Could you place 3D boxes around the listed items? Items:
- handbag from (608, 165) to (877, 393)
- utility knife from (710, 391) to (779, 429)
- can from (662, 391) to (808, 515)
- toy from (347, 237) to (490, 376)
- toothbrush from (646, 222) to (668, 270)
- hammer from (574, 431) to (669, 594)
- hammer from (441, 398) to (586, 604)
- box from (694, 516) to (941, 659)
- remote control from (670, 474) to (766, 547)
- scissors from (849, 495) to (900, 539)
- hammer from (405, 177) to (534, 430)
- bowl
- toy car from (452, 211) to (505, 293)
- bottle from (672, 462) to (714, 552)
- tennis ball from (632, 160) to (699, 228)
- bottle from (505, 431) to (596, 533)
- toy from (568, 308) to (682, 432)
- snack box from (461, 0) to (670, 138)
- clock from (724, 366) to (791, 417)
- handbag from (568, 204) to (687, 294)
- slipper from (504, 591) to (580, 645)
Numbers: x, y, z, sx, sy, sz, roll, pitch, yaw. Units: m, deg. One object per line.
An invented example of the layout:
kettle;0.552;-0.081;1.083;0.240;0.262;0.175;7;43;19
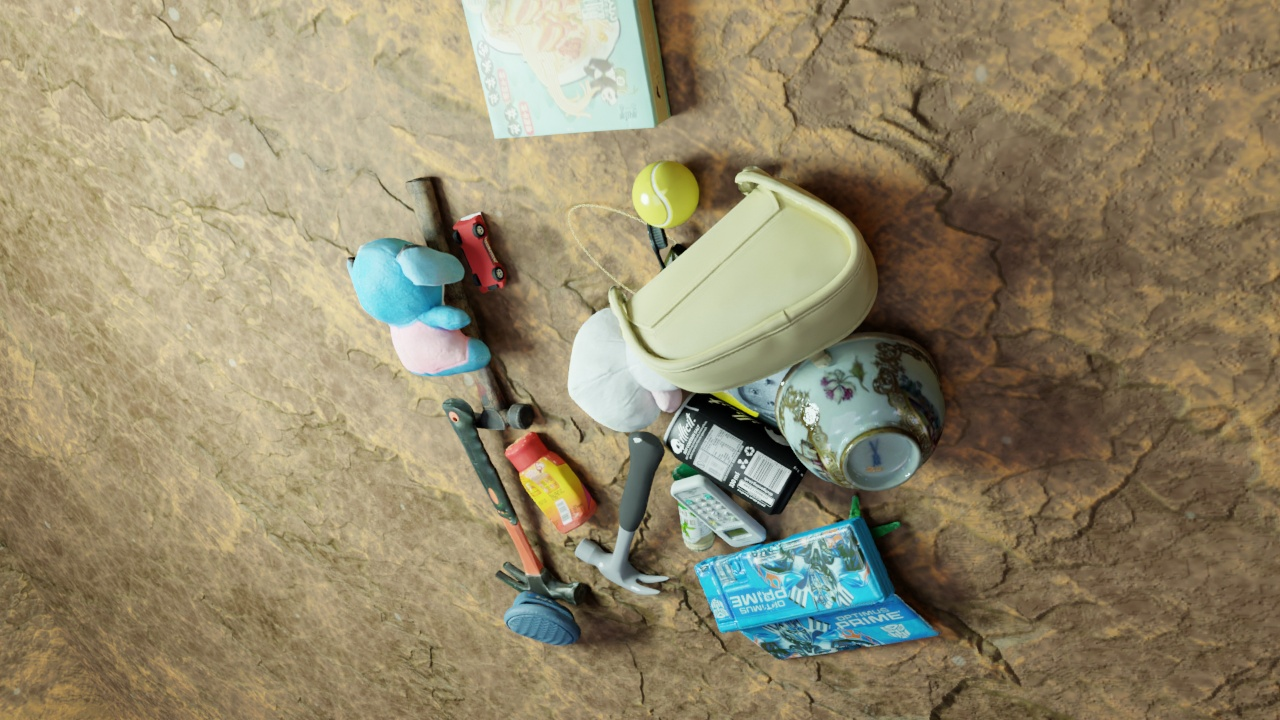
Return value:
handbag;0.092;-0.062;0.850;0.233;0.088;0.190;-40;56;12
utility knife;0.145;0.059;0.975;0.174;0.028;0.020;29;131;15
can;0.104;0.099;0.989;0.146;0.080;0.080;30;128;13
toy;-0.276;-0.062;1.096;0.224;0.098;0.191;2;127;45
toothbrush;0.044;-0.055;0.942;0.017;0.014;0.188;-15;100;31
hammer;-0.008;0.186;1.099;0.125;0.029;0.312;29;141;14
hammer;-0.185;0.194;1.235;0.133;0.033;0.333;-1;120;35
box;0.189;0.281;1.047;0.244;0.059;0.175;-28;101;44
remote control;0.090;0.171;1.046;0.050;0.022;0.133;-22;130;33
scissors;0.230;0.198;1.014;0.123;0.011;0.127;7;120;28
hammer;-0.229;-0.063;1.134;0.120;0.033;0.330;-1;115;33
bowl;0.212;0.064;0.851;0.160;0.093;0.160;-1;126;-2
toy car;-0.187;-0.125;1.075;0.038;0.025;0.089;-10;111;35
bottle;0.065;0.173;1.082;0.043;0.042;0.110;7;121;28
tennis ball;0.025;-0.162;0.898;0.065;0.065;0.065;15;123;24
bottle;-0.117;0.155;1.176;0.072;0.048;0.134;-33;97;39
toy;-0.006;0.006;0.983;0.180;0.101;0.139;-18;92;45
snack box;-0.073;-0.296;0.896;0.194;0.044;0.141;4;119;29
clock;0.124;-0.009;0.930;0.158;0.058;0.117;11;120;27
handbag;-0.005;-0.110;0.973;0.178;0.027;0.084;35;127;12
slipper;-0.131;0.355;1.259;0.104;0.059;0.214;17;158;0
